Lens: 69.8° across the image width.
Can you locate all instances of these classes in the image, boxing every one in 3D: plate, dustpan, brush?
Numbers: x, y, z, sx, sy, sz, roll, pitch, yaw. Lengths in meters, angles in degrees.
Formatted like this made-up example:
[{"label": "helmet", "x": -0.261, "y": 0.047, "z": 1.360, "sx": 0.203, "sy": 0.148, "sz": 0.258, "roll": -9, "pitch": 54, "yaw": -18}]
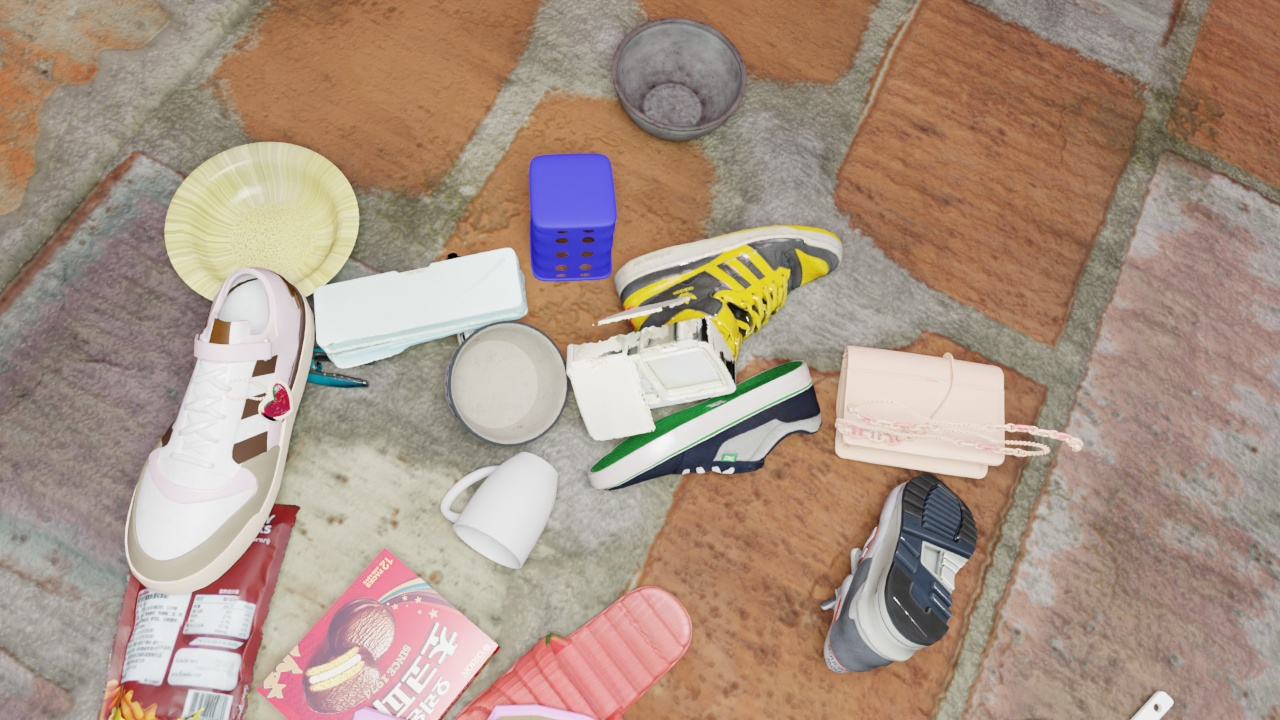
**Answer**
[{"label": "plate", "x": -0.375, "y": -0.131, "z": 0.925, "sx": 0.184, "sy": 0.036, "sz": 0.184, "roll": 2, "pitch": 71, "yaw": -5}, {"label": "dustpan", "x": 0.387, "y": 0.389, "z": 0.810, "sx": 0.257, "sy": 0.033, "sz": 0.163, "roll": -42, "pitch": 78, "yaw": -8}, {"label": "brush", "x": -0.124, "y": 0.318, "z": 0.733, "sx": 0.229, "sy": 0.043, "sz": 0.089, "roll": 12, "pitch": 84, "yaw": 1}]

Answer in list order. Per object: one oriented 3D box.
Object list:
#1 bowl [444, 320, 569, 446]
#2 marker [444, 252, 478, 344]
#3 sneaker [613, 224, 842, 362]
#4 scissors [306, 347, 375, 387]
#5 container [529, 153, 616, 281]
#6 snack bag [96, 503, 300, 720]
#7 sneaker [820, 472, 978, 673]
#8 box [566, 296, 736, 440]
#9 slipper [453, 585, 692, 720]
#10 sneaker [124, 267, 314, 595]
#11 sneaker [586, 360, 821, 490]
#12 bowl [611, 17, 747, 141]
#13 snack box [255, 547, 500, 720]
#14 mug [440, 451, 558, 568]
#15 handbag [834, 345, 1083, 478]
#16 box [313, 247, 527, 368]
[{"label": "bowl", "x": -0.132, "y": 0.022, "z": 0.868, "sx": 0.115, "sy": 0.059, "sz": 0.115, "roll": 1, "pitch": 88, "yaw": -26}, {"label": "marker", "x": -0.177, "y": -0.050, "z": 0.921, "sx": 0.025, "sy": 0.025, "sz": 0.125, "roll": -12, "pitch": 71, "yaw": -10}, {"label": "sneaker", "x": 0.101, "y": -0.056, "z": 0.914, "sx": 0.238, "sy": 0.086, "sz": 0.122, "roll": -11, "pitch": 65, "yaw": -5}, {"label": "scissors", "x": -0.332, "y": 0.008, "z": 0.889, "sx": 0.130, "sy": 0.019, "sz": 0.135, "roll": -34, "pitch": 74, "yaw": -15}, {"label": "container", "x": -0.069, "y": -0.142, "z": 0.916, "sx": 0.084, "sy": 0.114, "sz": 0.085, "roll": -3, "pitch": 70, "yaw": -7}, {"label": "snack bag", "x": -0.382, "y": 0.215, "z": 0.786, "sx": 0.139, "sy": 0.067, "sz": 0.207, "roll": 2, "pitch": 63, "yaw": -4}, {"label": "sneaker", "x": 0.221, "y": 0.196, "z": 0.829, "sx": 0.089, "sy": 0.125, "sz": 0.239, "roll": 43, "pitch": 32, "yaw": 5}, {"label": "box", "x": -0.005, "y": 0.004, "z": 0.811, "sx": 0.144, "sy": 0.182, "sz": 0.080, "roll": -13, "pitch": 55, "yaw": 20}, {"label": "slipper", "x": -0.057, "y": 0.285, "z": 0.791, "sx": 0.248, "sy": 0.059, "sz": 0.103, "roll": -33, "pitch": 75, "yaw": -17}, {"label": "sneaker", "x": -0.361, "y": 0.050, "z": 0.782, "sx": 0.112, "sy": 0.116, "sz": 0.293, "roll": 16, "pitch": 71, "yaw": 0}, {"label": "sneaker", "x": 0.066, "y": 0.082, "z": 0.870, "sx": 0.235, "sy": 0.084, "sz": 0.079, "roll": -24, "pitch": 97, "yaw": -9}, {"label": "bowl", "x": 0.039, "y": -0.296, "z": 1.008, "sx": 0.145, "sy": 0.067, "sz": 0.144, "roll": 2, "pitch": 70, "yaw": -5}, {"label": "snack box", "x": -0.223, "y": 0.266, "z": 0.794, "sx": 0.132, "sy": 0.036, "sz": 0.151, "roll": 38, "pitch": 71, "yaw": 9}, {"label": "mug", "x": -0.131, "y": 0.128, "z": 0.844, "sx": 0.107, "sy": 0.071, "sz": 0.089, "roll": 13, "pitch": 57, "yaw": 29}, {"label": "handbag", "x": 0.283, "y": 0.026, "z": 0.845, "sx": 0.199, "sy": 0.187, "sz": 0.116, "roll": 9, "pitch": 69, "yaw": 5}, {"label": "box", "x": -0.208, "y": -0.052, "z": 0.872, "sx": 0.199, "sy": 0.073, "sz": 0.085, "roll": -13, "pitch": 35, "yaw": 0}]
